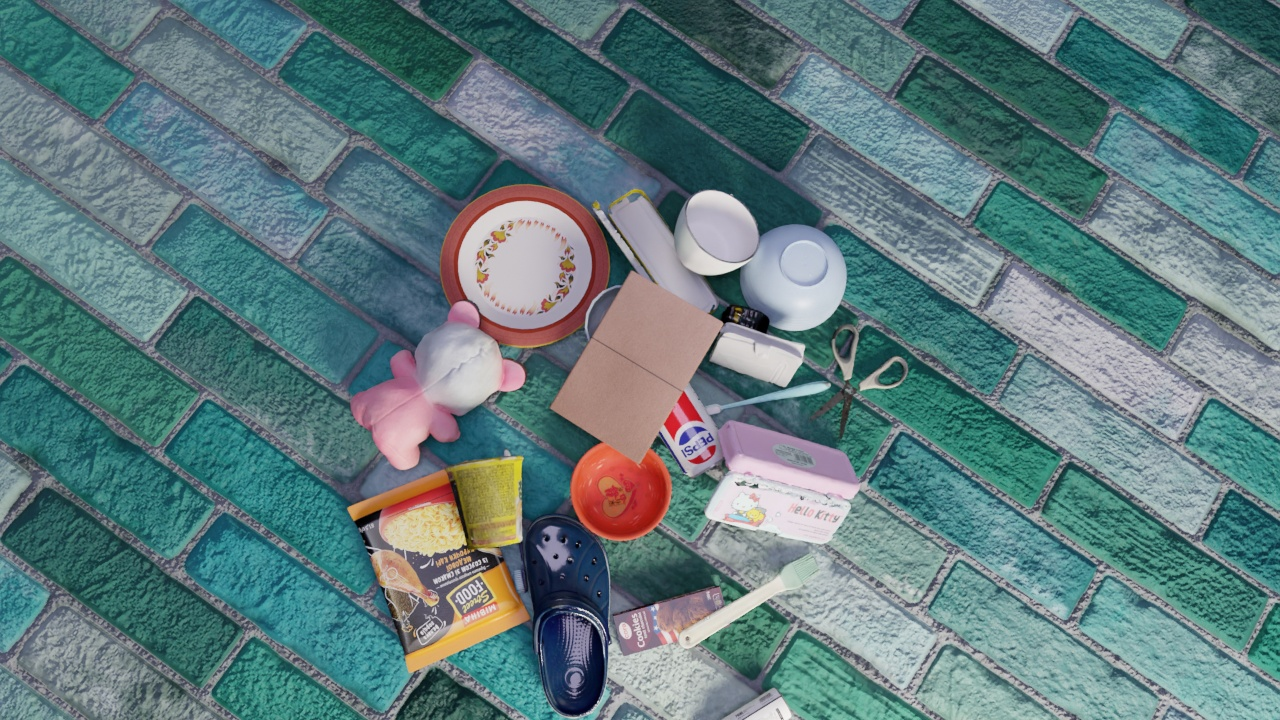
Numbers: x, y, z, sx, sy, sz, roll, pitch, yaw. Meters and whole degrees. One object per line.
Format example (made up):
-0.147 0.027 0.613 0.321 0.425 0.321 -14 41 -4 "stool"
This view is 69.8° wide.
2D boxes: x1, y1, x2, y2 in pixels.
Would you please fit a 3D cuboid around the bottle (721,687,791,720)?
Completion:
0.132 0.459 1.154 0.116 0.041 0.041 -29 82 -8 "bottle"

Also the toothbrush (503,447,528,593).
-0.165 0.206 1.190 0.017 0.016 0.189 -9 76 -2 "toothbrush"

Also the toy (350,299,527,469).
-0.264 0.033 1.186 0.213 0.084 0.142 -37 84 -6 "toy"

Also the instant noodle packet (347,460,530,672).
-0.256 0.258 1.169 0.159 0.032 0.220 -21 81 -14 "instant noodle packet"

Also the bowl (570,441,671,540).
-0.026 0.168 1.196 0.130 0.045 0.130 1 80 -4 "bowl"

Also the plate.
-0.157 -0.129 1.255 0.230 0.021 0.229 1 79 -4 "plate"

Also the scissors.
0.293 0.025 1.255 0.157 0.013 0.169 -10 76 -9 "scissors"

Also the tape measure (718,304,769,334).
0.141 -0.052 1.236 0.062 0.067 0.038 18 76 0 "tape measure"

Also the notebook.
-0.007 0.007 1.181 0.141 0.008 0.209 31 91 15 "notebook"

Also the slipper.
-0.085 0.317 1.142 0.105 0.095 0.252 -7 83 -2 "slipper"

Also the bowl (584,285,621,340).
-0.025 -0.048 1.232 0.106 0.039 0.106 -1 93 -13 "bowl"

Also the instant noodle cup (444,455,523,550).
-0.189 0.178 1.148 0.102 0.102 0.108 -8 82 -5 "instant noodle cup"

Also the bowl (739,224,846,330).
0.215 -0.121 1.250 0.150 0.075 0.150 1 80 -3 "bowl"

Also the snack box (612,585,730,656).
0.039 0.333 1.176 0.141 0.032 0.051 -14 81 -6 "snack box"

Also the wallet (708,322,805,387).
0.154 -0.003 1.222 0.116 0.086 0.032 15 54 1 "wallet"

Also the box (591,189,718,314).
0.022 -0.142 1.240 0.084 0.080 0.210 -34 84 -5 "box"

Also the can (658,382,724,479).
0.057 0.084 1.204 0.070 0.070 0.132 -31 83 -9 "can"

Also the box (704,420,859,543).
0.177 0.162 1.187 0.201 0.103 0.100 16 34 -24 "box"

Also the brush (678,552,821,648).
0.140 0.308 1.173 0.217 0.012 0.033 -24 79 -22 "brush"

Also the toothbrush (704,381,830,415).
0.173 0.051 1.246 0.180 0.016 0.016 -12 88 -7 "toothbrush"

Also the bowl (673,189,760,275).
0.096 -0.166 1.241 0.116 0.066 0.116 12 62 -22 "bowl"
